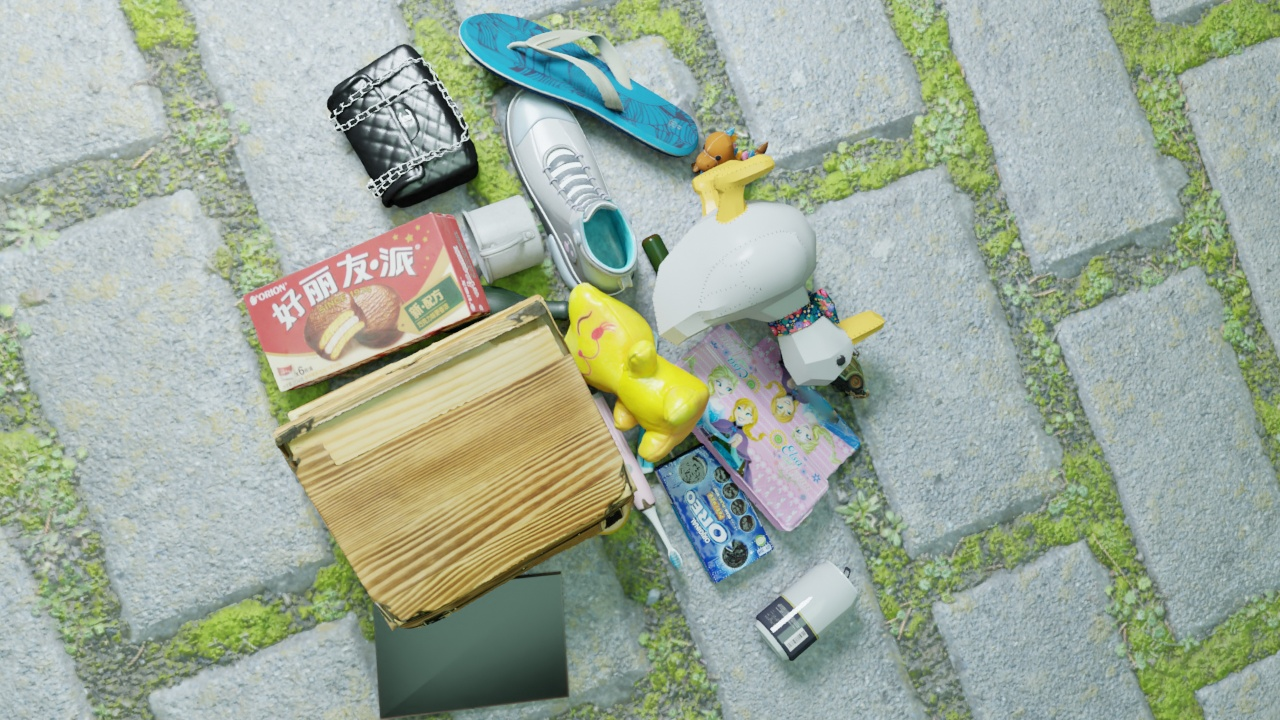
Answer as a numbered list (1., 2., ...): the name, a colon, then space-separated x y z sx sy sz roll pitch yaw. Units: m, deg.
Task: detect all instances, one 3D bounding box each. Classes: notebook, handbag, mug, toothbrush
1. notebook: -0.189 0.318 1.030 0.209 0.008 0.141 -4 88 -9
2. handbag: -0.260 -0.250 0.991 0.125 0.115 0.153 -30 96 -7
3. mug: -0.148 -0.132 1.005 0.070 0.113 0.084 -22 109 -12
4. toothbrush: -0.006 0.138 1.048 0.027 0.026 0.222 -28 87 9

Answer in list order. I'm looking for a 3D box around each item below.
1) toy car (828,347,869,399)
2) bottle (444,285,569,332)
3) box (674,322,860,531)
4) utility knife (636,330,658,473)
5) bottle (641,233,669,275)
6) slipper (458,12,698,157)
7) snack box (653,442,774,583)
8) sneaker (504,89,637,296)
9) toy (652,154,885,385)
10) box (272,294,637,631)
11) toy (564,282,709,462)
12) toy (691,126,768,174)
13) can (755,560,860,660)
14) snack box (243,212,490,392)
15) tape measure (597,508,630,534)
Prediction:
1. toy car: 0.230 0.001 1.090 0.112 0.047 0.047 36 73 -9
2. bottle: -0.160 -0.057 1.028 0.174 0.055 0.055 1 87 -10
3. box: 0.145 0.063 1.068 0.159 0.035 0.230 -42 93 -21
4. utility knife: 0.008 0.049 1.071 0.022 0.015 0.169 1 85 22
5. bottle: 0.034 -0.098 1.075 0.025 0.025 0.106 -28 92 -9
6. slipper: -0.056 -0.325 1.031 0.295 0.060 0.118 25 43 -12
7. snack box: 0.084 0.174 1.069 0.082 0.027 0.150 -29 91 -11
8. sneaker: -0.071 -0.193 0.995 0.093 0.160 0.256 -24 93 -10
9. toy: 0.130 -0.082 0.993 0.246 0.141 0.267 -22 103 -10
10. box: -0.171 0.103 0.920 0.279 0.176 0.247 -27 96 -11
11. toy: -0.006 0.006 0.988 0.087 0.135 0.194 -30 62 -31
12. toy: 0.108 -0.238 1.061 0.103 0.090 0.070 -38 62 -10
13. can: 0.197 0.286 1.063 0.127 0.064 0.064 -38 93 -9
14. snack box: -0.287 -0.060 0.965 0.237 0.060 0.113 -20 91 13
15. tape measure: -0.043 0.170 1.049 0.059 0.030 0.068 41 83 -3
